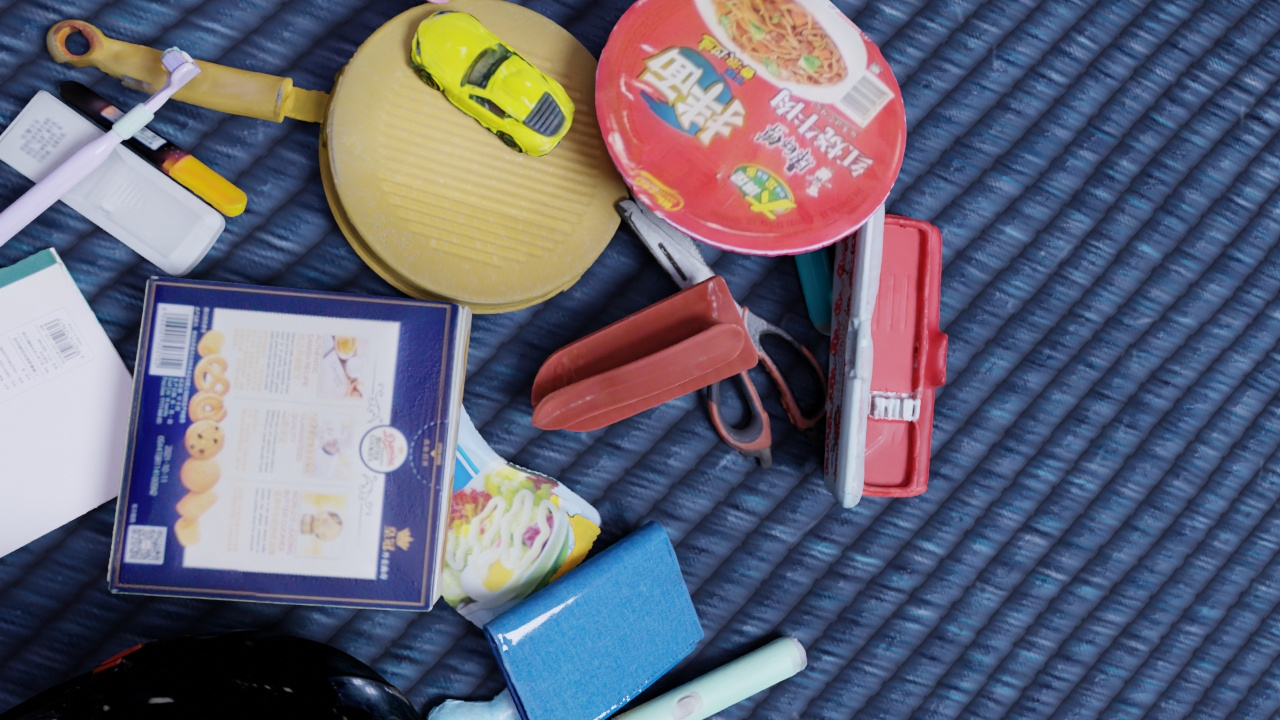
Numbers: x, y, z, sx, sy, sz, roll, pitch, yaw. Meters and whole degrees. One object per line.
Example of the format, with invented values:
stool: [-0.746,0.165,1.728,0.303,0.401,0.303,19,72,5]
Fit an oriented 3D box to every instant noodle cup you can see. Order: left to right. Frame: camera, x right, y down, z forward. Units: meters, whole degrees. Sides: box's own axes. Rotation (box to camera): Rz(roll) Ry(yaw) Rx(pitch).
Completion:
instant noodle cup: [0.064,-0.144,0.575,0.193,0.066,0.193,2,73,-7]

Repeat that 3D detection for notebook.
notebook: [-0.399,0.047,0.520,0.208,0.012,0.150,-30,97,-19]

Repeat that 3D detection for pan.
pan: [-0.178,-0.149,0.572,0.357,0.078,0.197,15,84,-19]

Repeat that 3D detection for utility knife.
utility knife: [0.117,-0.101,0.657,0.029,0.013,0.179,-15,94,-16]

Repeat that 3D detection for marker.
marker: [-0.291,-0.127,0.550,0.124,0.015,0.018,36,47,-7]

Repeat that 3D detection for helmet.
helmet: [-0.203,0.249,0.454,0.229,0.276,0.233,-24,78,-40]

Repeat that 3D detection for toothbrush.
toothbrush: [-0.328,-0.109,0.523,0.189,0.029,0.021,-42,134,-1]
toothbrush: [0.013,0.236,0.608,0.224,0.027,0.026,-18,70,-21]

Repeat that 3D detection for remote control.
remote control: [-0.315,-0.104,0.549,0.125,0.024,0.049,36,81,-10]

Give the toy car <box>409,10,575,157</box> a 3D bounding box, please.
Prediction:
toy car: [-0.087,-0.167,0.547,0.105,0.032,0.048,35,78,-15]

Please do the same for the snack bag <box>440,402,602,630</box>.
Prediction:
snack bag: [-0.125,0.086,0.588,0.191,0.039,0.110,40,92,-9]

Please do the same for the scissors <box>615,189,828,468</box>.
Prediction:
scissors: [0.047,-0.017,0.622,0.207,0.015,0.192,12,97,-19]

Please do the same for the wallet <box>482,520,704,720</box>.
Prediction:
wallet: [-0.026,0.178,0.590,0.132,0.040,0.106,-28,112,-25]

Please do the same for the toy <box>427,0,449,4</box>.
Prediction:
toy: [-0.152,-0.306,0.561,0.178,0.075,0.194,38,73,2]

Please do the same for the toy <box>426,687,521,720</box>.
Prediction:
toy: [-0.078,0.300,0.591,0.156,0.050,0.161,19,75,-7]

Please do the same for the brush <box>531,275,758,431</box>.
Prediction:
brush: [-0.003,0.003,0.578,0.146,0.069,0.063,-23,105,10]

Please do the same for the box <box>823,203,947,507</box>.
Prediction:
box: [0.159,-0.005,0.628,0.154,0.074,0.201,5,89,-54]

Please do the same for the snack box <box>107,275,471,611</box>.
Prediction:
snack box: [-0.200,0.048,0.539,0.182,0.046,0.178,5,83,-4]
